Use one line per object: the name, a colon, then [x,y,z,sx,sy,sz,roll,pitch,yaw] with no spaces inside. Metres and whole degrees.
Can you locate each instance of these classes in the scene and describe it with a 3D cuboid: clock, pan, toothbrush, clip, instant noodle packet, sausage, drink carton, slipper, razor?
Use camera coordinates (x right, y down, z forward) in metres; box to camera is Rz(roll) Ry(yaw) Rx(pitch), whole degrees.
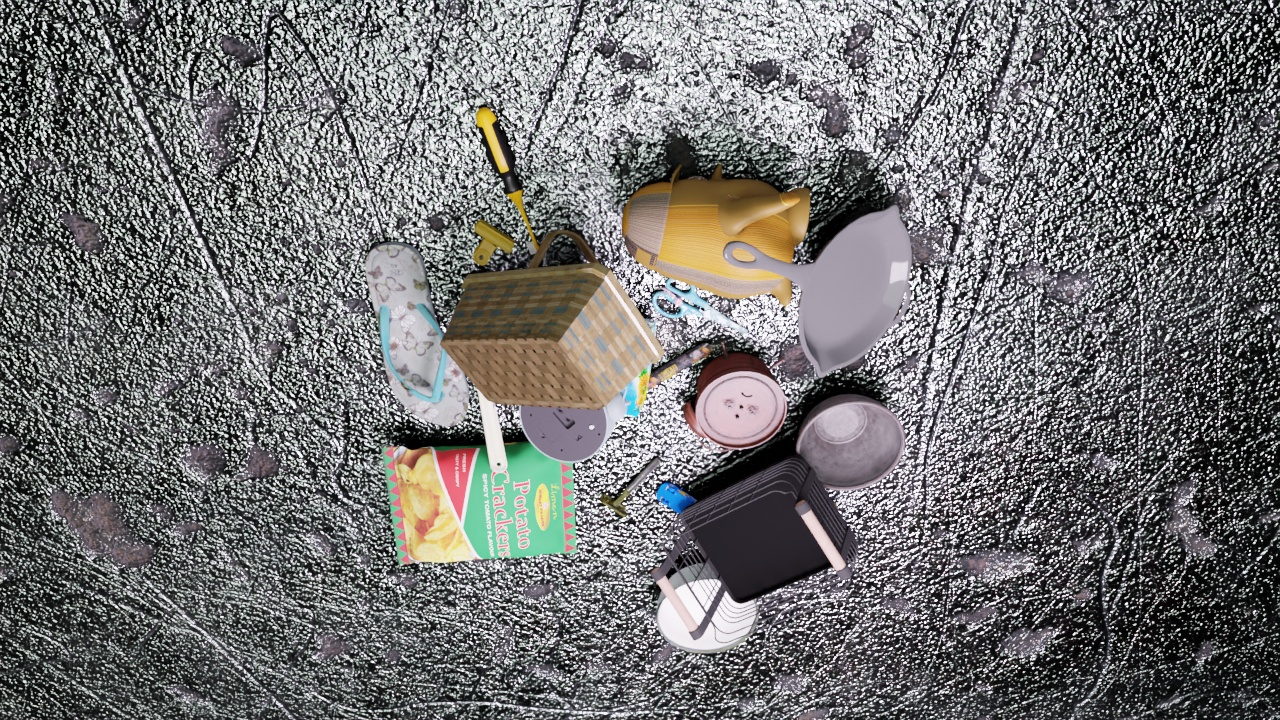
clock: [0.123,0.061,1.216,0.120,0.072,0.158,15,118,-10]
pan: [0.204,-0.091,1.042,0.353,0.024,0.217,10,106,-44]
toothbrush: [-0.151,-0.205,1.082,0.031,0.031,0.197,-18,124,2]
clip: [-0.187,-0.143,1.127,0.053,0.039,0.047,31,110,-20]
instant noodle packet: [-0.219,0.197,1.274,0.252,0.090,0.196,-3,117,-5]
clock: [-0.084,0.061,1.183,0.160,0.045,0.122,-39,93,25]
sausage: [0.033,0.016,1.218,0.155,0.020,0.020,-31,116,15]
drink carton: [-0.007,0.007,1.187,0.038,0.044,0.129,12,110,9]
slipper: [-0.294,-0.019,1.172,0.098,0.054,0.269,-9,118,6]
razor: [-0.008,0.176,1.309,0.042,0.026,0.106,37,109,-18]

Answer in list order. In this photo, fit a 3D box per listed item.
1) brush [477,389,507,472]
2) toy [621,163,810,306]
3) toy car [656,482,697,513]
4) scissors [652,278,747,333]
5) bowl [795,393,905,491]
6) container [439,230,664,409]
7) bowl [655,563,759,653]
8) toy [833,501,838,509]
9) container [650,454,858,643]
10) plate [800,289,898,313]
brush: [-0.202,0.042,1.193,0.033,0.012,0.218,-8,101,3]
toy: [0.080,-0.154,1.063,0.203,0.162,0.199,8,159,-4]
toy car: [0.076,0.203,1.332,0.092,0.061,0.033,33,116,14]
scissors: [0.084,-0.067,1.180,0.138,0.015,0.063,21,113,-20]
bowl: [0.278,0.100,1.246,0.145,0.067,0.145,-1,120,-1]
container: [-0.095,-0.051,1.092,0.250,0.185,0.157,0,137,41]
bowl: [0.098,0.364,1.390,0.153,0.072,0.154,-1,121,-1]
toy: [0.229,0.232,1.309,0.108,0.105,0.134,7,124,7]
container: [0.154,0.252,1.208,0.242,0.130,0.163,-31,94,27]
plate: [0.270,-0.074,1.169,0.131,0.025,0.131,-1,120,-1]
